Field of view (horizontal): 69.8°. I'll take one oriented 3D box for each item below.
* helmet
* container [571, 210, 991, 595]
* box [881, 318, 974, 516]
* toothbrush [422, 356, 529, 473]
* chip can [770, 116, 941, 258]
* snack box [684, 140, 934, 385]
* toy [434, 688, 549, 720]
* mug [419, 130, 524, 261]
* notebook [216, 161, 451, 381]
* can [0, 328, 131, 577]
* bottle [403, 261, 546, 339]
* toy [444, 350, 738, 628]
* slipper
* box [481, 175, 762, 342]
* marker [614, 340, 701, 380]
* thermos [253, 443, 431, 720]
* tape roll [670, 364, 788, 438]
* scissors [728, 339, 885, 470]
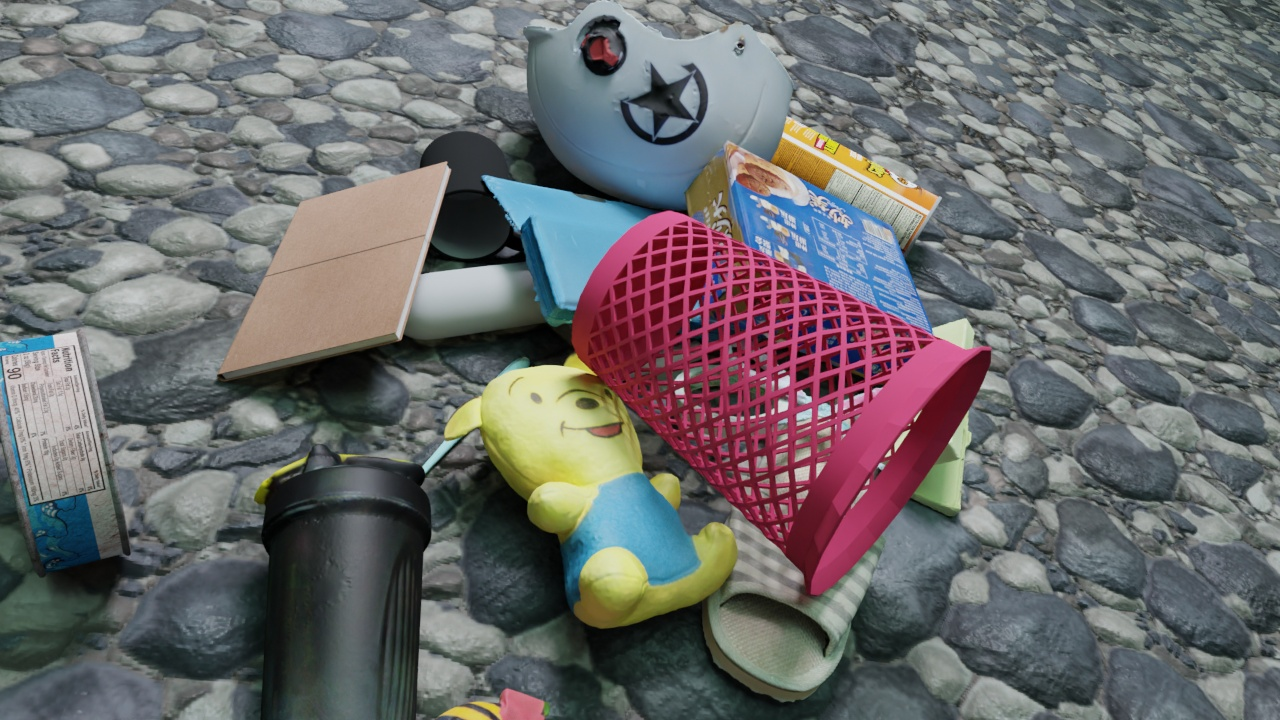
[{"bbox_3d":[0.007,-0.232,0.888,0.264,0.164,0.236,11,7,7],"label":"helmet"},{"bbox_3d":[0.078,0.009,0.606,0.226,0.184,0.182,36,44,25],"label":"container"},{"bbox_3d":[0.252,0.041,0.803,0.077,0.091,0.187,1,38,24],"label":"box"},{"bbox_3d":[-0.128,0.047,0.670,0.016,0.017,0.180,28,42,9],"label":"toothbrush"},{"bbox_3d":[0.215,-0.197,1.009,0.215,0.075,0.075,31,44,10],"label":"chip can"},{"bbox_3d":[0.146,-0.083,0.803,0.202,0.069,0.154,20,44,-28],"label":"snack box"},{"bbox_3d":[-0.067,0.216,0.480,0.103,0.046,0.084,33,40,-25],"label":"toy"},{"bbox_3d":[-0.141,-0.138,0.815,0.113,0.078,0.087,27,35,-36],"label":"mug"},{"bbox_3d":[-0.227,-0.075,0.702,0.141,0.008,0.208,-12,43,13],"label":"notebook"},{"bbox_3d":[-0.318,0.050,0.504,0.044,0.130,0.130,-12,52,-31],"label":"can"},{"bbox_3d":[-0.145,-0.046,0.728,0.194,0.053,0.052,-11,52,-30],"label":"bottle"},{"bbox_3d":[-0.037,0.084,0.616,0.148,0.084,0.214,4,38,-49],"label":"toy"},{"bbox_3d":[0.119,0.120,0.671,0.114,0.054,0.271,20,40,7],"label":"slipper"},{"bbox_3d":[-0.005,-0.093,0.774,0.231,0.048,0.176,3,47,-39],"label":"box"},{"bbox_3d":[-0.005,0.004,0.761,0.133,0.017,0.020,-15,35,-33],"label":"marker"},{"bbox_3d":[-0.163,0.150,0.498,0.098,0.098,0.220,4,50,-18],"label":"thermos"},{"bbox_3d":[0.072,0.033,0.741,0.094,0.018,0.093,4,28,-2],"label":"tape roll"},{"bbox_3d":[0.143,0.029,0.739,0.170,0.013,0.172,-12,44,-39],"label":"scissors"}]
